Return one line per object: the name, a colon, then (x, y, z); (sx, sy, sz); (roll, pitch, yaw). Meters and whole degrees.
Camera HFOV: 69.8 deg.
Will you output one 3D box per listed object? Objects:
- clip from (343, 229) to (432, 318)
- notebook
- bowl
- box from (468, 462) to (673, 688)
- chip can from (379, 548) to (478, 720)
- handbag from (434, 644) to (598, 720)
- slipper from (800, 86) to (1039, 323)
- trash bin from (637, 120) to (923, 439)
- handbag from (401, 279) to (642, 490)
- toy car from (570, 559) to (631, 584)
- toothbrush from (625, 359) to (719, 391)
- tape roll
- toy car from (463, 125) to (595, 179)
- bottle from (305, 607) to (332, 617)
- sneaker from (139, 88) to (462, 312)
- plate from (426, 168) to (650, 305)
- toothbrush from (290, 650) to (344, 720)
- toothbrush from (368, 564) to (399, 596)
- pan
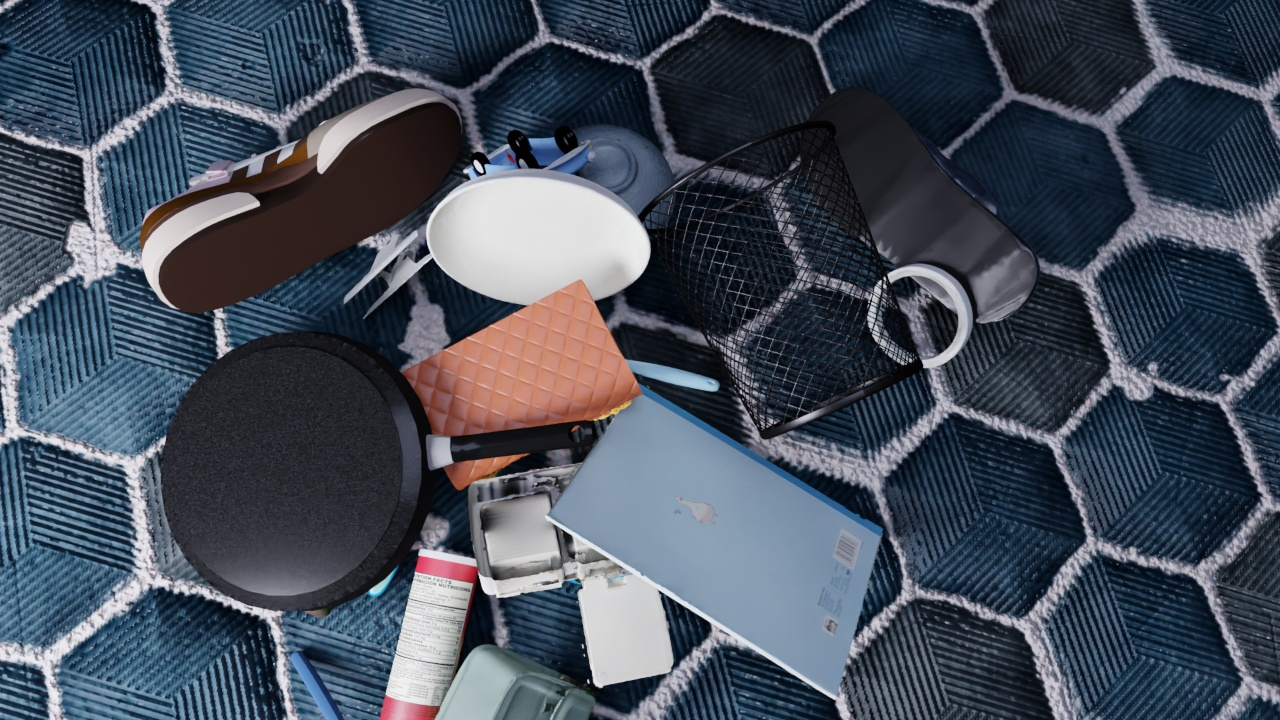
clip: (-0.223, -0.090, 0.800); (0.102, 0.052, 0.059); (-35, 50, 23)
notebook: (0.071, 0.134, 0.746); (0.253, 0.009, 0.180); (31, 42, 4)
bowl: (-0.032, -0.166, 0.837); (0.137, 0.057, 0.137); (1, 76, -4)
box: (-0.056, 0.167, 0.720); (0.143, 0.044, 0.184); (-8, 48, -8)
chip can: (-0.174, 0.261, 0.724); (0.052, 0.052, 0.214); (11, 76, -1)
handbag: (-0.098, 0.292, 0.700); (0.106, 0.067, 0.121); (38, 71, -36)
slipper: (0.258, -0.141, 0.848); (0.265, 0.083, 0.109); (49, 118, 20)
trash bin: (0.122, -0.058, 0.766); (0.184, 0.184, 0.210); (-24, 85, -10)
handbag: (-0.098, 0.023, 0.777); (0.172, 0.060, 0.109); (-28, 80, -2)
toy car: (-0.019, 0.163, 0.766); (0.105, 0.032, 0.048); (-3, 50, 3)
toothbrush: (-0.005, 0.005, 0.818); (0.155, 0.016, 0.022); (14, 66, -1)
tape roll: (0.246, -0.039, 0.813); (0.013, 0.093, 0.093); (-24, 76, -46)
toy car: (-0.096, -0.166, 0.798); (0.056, 0.153, 0.055); (-38, 119, -24)
bottle: (-0.249, 0.157, 0.757); (0.025, 0.025, 0.106); (19, 76, 0)
sneaker: (-0.300, -0.160, 0.805); (0.293, 0.112, 0.116); (-36, 61, -11)
plate: (-0.083, -0.105, 0.759); (0.182, 0.183, 0.034); (3, 63, -4)
toothbrush: (-0.226, 0.285, 0.701); (0.168, 0.014, 0.014); (41, 109, 32)
toothbrush: (-0.198, 0.133, 0.771); (0.022, 0.017, 0.135); (22, 75, -2)
pan: (-0.211, 0.078, 0.724); (0.356, 0.034, 0.225); (-8, 83, 7)
